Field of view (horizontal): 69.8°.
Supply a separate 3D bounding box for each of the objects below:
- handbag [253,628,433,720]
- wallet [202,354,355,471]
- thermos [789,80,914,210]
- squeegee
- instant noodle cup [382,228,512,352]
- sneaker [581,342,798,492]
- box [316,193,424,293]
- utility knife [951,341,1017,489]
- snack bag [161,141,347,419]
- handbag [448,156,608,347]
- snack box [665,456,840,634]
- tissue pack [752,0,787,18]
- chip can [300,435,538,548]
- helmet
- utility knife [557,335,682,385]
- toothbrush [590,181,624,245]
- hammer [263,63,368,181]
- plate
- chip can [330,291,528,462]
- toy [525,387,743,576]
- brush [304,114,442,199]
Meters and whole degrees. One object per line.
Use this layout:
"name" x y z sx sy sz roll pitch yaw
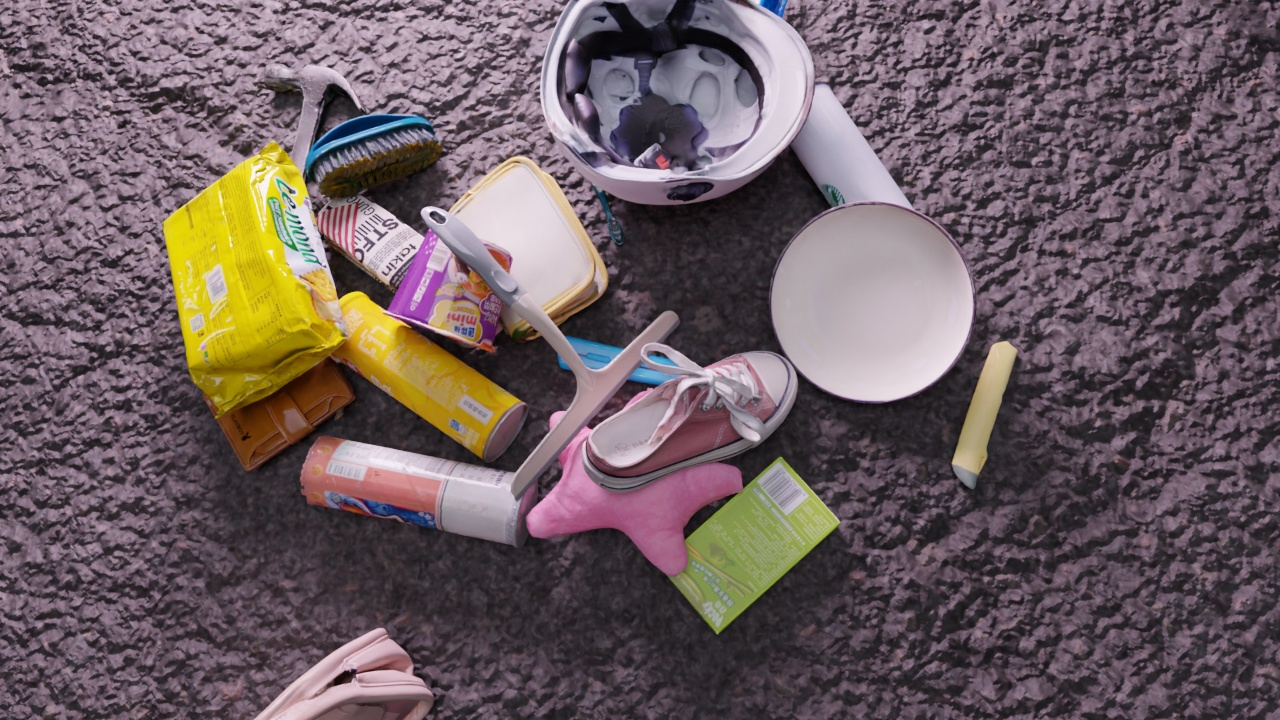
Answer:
"handbag" -0.289 0.317 0.752 0.193 0.234 0.093 -43 75 -7
"wallet" -0.364 0.041 0.937 0.130 0.035 0.119 -36 70 -4
"thermos" 0.217 -0.172 0.923 0.073 0.073 0.224 -29 75 -3
"squeegee" -0.106 -0.048 0.829 0.246 0.039 0.245 49 65 -12
"instant noodle cup" -0.177 -0.071 0.879 0.111 0.111 0.099 19 86 9
"sneaker" 0.057 0.040 0.831 0.240 0.088 0.118 -21 62 -29
"box" -0.272 -0.123 0.948 0.164 0.064 0.074 31 97 22
"utility knife" 0.332 0.050 0.883 0.031 0.018 0.151 23 81 6
"snack bag" -0.389 -0.080 0.904 0.158 0.068 0.246 -30 67 16
"handbag" -0.138 -0.097 0.945 0.179 0.063 0.163 -34 75 11
"snack box" 0.102 0.173 0.864 0.156 0.026 0.086 -41 76 -6
"tissue pack" 0.074 -0.374 0.994 0.157 0.052 0.094 16 75 9
"chip can" -0.211 0.124 0.880 0.215 0.071 0.071 10 77 7
"helmet" 0.033 -0.251 0.918 0.258 0.146 0.228 1 77 0
"utility knife" -0.005 0.005 0.921 0.166 0.018 0.034 11 76 6
"toothbrush" -0.054 -0.207 0.980 0.016 0.018 0.191 -21 75 -1
"hammer" -0.379 -0.171 0.991 0.126 0.032 0.322 8 76 8
"plate" 0.220 -0.056 0.874 0.193 0.039 0.192 6 104 24
"chip can" -0.216 0.015 0.908 0.213 0.072 0.072 32 80 12
"toy" 0.000 0.105 0.868 0.195 0.075 0.178 12 64 6
"brush" -0.286 -0.225 0.970 0.143 0.055 0.073 -26 69 -24
